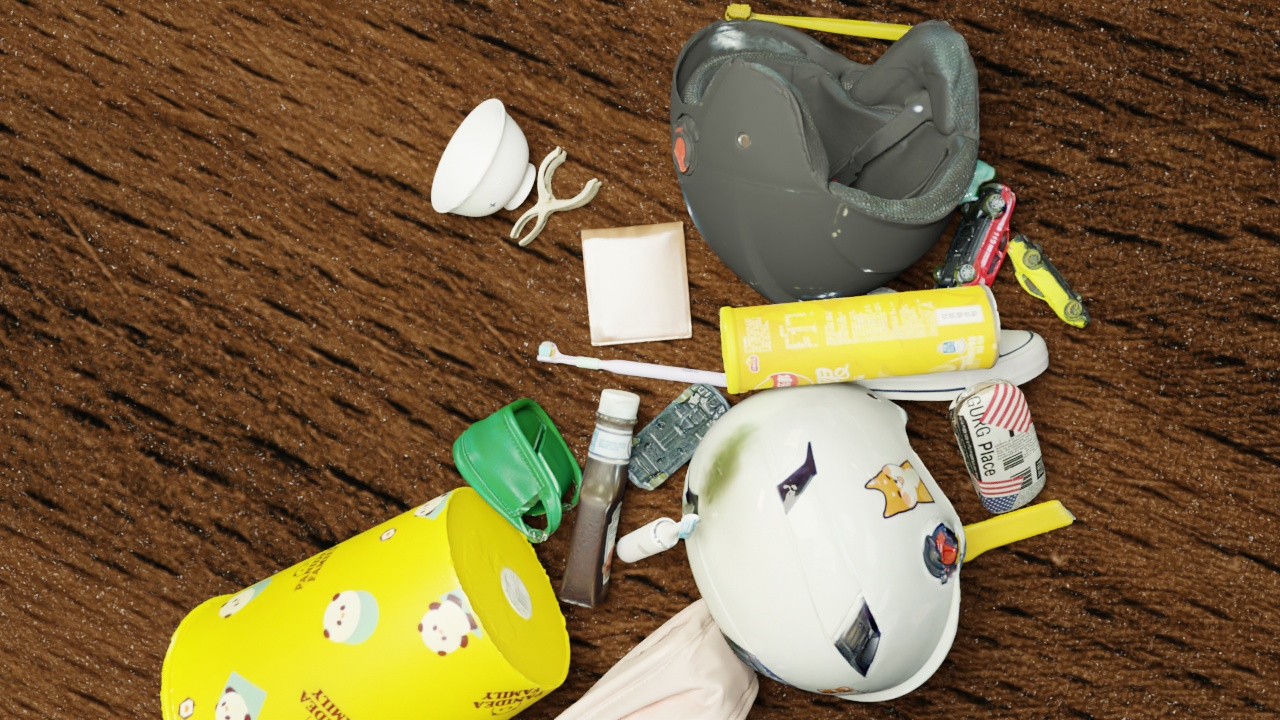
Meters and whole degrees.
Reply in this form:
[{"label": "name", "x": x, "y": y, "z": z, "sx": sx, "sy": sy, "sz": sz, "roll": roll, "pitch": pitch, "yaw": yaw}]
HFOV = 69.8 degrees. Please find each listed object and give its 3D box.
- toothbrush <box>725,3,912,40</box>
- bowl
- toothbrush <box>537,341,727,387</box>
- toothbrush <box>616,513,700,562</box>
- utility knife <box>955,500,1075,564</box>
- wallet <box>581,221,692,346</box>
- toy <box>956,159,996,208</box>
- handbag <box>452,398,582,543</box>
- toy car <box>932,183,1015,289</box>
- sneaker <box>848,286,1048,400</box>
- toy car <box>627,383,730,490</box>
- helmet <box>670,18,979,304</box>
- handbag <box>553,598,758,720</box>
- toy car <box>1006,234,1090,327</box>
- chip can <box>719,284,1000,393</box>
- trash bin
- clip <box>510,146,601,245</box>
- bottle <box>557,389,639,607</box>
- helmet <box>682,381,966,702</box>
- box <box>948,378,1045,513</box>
[{"label": "toothbrush", "x": 0.177, "y": -0.328, "z": 0.890, "sx": 0.190, "sy": 0.016, "sz": 0.015, "roll": 8, "pitch": 89, "yaw": 4}, {"label": "bowl", "x": -0.140, "y": -0.180, "z": 0.873, "sx": 0.064, "sy": 0.118, "sz": 0.118, "roll": 26, "pitch": 90, "yaw": -35}, {"label": "toothbrush", "x": -0.005, "y": 0.005, "z": 0.890, "sx": 0.189, "sy": 0.029, "sz": 0.021, "roll": 9, "pitch": 129, "yaw": 2}, {"label": "toothbrush", "x": 0.014, "y": 0.151, "z": 0.786, "sx": 0.027, "sy": 0.221, "sz": 0.026, "roll": 25, "pitch": 69, "yaw": -5}, {"label": "utility knife", "x": 0.332, "y": 0.165, "z": 0.866, "sx": 0.156, "sy": 0.015, "sz": 0.033, "roll": -17, "pitch": 93, "yaw": 2}, {"label": "wallet", "x": -0.004, "y": -0.074, "z": 0.892, "sx": 0.101, "sy": 0.020, "sz": 0.115, "roll": -4, "pitch": 91, "yaw": 3}, {"label": "toy", "x": 0.283, "y": -0.173, "z": 0.859, "sx": 0.092, "sy": 0.030, "sz": 0.096, "roll": 32, "pitch": 93, "yaw": 33}, {"label": "handbag", "x": -0.106, "y": 0.099, "z": 0.837, "sx": 0.068, "sy": 0.131, "sz": 0.120, "roll": -34, "pitch": 89, "yaw": 5}, {"label": "toy car", "x": 0.315, "y": -0.106, "z": 0.858, "sx": 0.045, "sy": 0.053, "sz": 0.120, "roll": 19, "pitch": 95, "yaw": -12}, {"label": "sneaker", "x": 0.246, "y": -0.018, "z": 0.835, "sx": 0.241, "sy": 0.118, "sz": 0.088, "roll": -3, "pitch": 108, "yaw": 8}, {"label": "toy car", "x": 0.033, "y": 0.072, "z": 0.877, "sx": 0.121, "sy": 0.036, "sz": 0.054, "roll": -42, "pitch": 86, "yaw": 11}, {"label": "helmet", "x": 0.142, "y": -0.174, "z": 0.786, "sx": 0.232, "sy": 0.231, "sz": 0.274, "roll": -19, "pitch": 53, "yaw": -31}, {"label": "handbag", "x": -0.017, "y": 0.305, "z": 0.804, "sx": 0.234, "sy": 0.193, "sz": 0.093, "roll": -30, "pitch": 80, "yaw": 10}, {"label": "toy car", "x": 0.378, "y": -0.071, "z": 0.856, "sx": 0.032, "sy": 0.048, "sz": 0.105, "roll": -41, "pitch": 86, "yaw": 29}, {"label": "chip can", "x": 0.173, "y": -0.018, "z": 0.741, "sx": 0.213, "sy": 0.072, "sz": 0.072, "roll": -6, "pitch": 88, "yaw": 4}, {"label": "trash bin", "x": -0.215, "y": 0.246, "z": 0.775, "sx": 0.255, "sy": 0.229, "sz": 0.229, "roll": -31, "pitch": 87, "yaw": 8}, {"label": "clip", "x": -0.091, "y": -0.167, "z": 0.894, "sx": 0.102, "sy": 0.035, "sz": 0.095, "roll": -23, "pitch": 91, "yaw": 10}, {"label": "bottle", "x": -0.036, "y": 0.125, "z": 0.849, "sx": 0.044, "sy": 0.079, "sz": 0.195, "roll": 12, "pitch": 96, "yaw": 8}, {"label": "helmet", "x": 0.126, "y": 0.145, "z": 0.750, "sx": 0.231, "sy": 0.156, "sz": 0.273, "roll": -25, "pitch": 67, "yaw": 40}, {"label": "box", "x": 0.319, "y": 0.076, "z": 0.821, "sx": 0.069, "sy": 0.052, "sz": 0.164, "roll": -15, "pitch": 128, "yaw": 18}]
